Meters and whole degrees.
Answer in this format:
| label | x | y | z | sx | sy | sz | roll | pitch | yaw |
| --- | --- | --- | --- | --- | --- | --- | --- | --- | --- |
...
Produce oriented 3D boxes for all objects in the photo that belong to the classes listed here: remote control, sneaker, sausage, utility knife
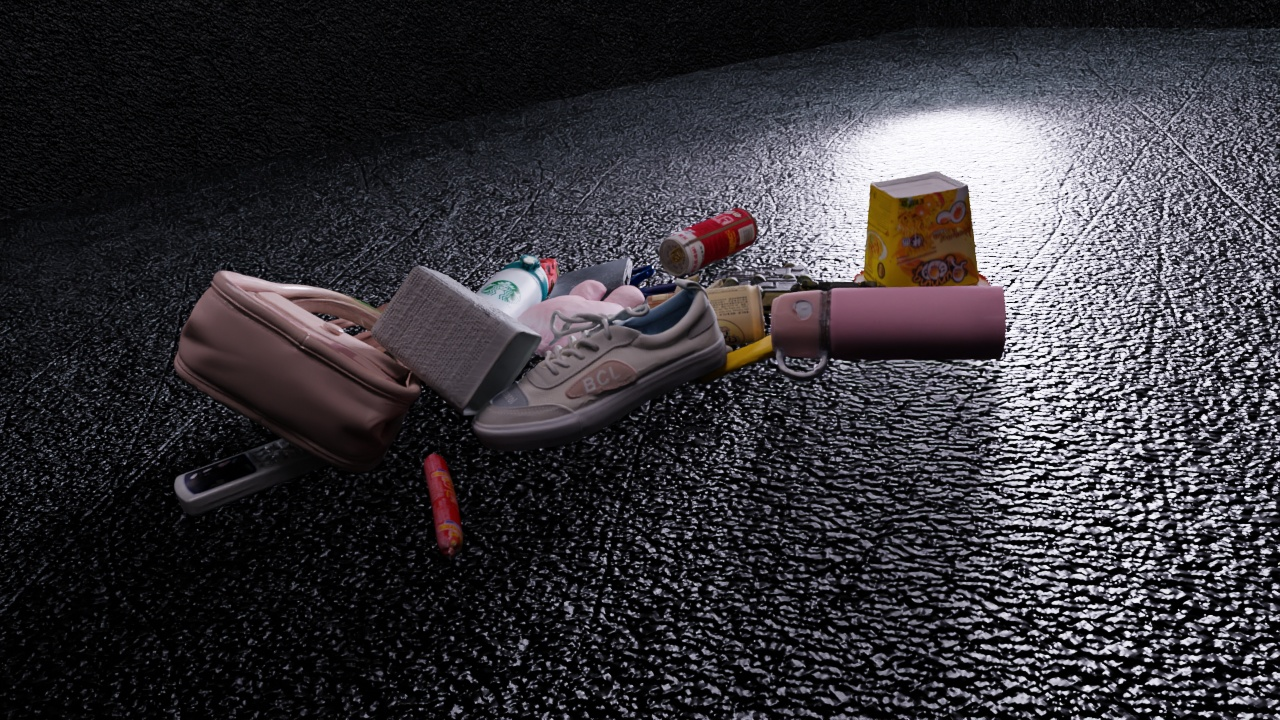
| label | x | y | z | sx | sy | sz | roll | pitch | yaw |
| --- | --- | --- | --- | --- | --- | --- | --- | --- | --- |
| remote control | -0.325 | 0.090 | 0.800 | 0.149 | 0.021 | 0.058 | -22 | 26 | -28 |
| sneaker | -0.039 | -0.001 | 0.806 | 0.242 | 0.091 | 0.089 | -23 | 26 | -15 |
| sausage | -0.150 | 0.108 | 0.700 | 0.020 | 0.020 | 0.156 | -14 | 24 | -12 |
| utility knife | 0.108 | -0.006 | 0.872 | 0.153 | 0.015 | 0.033 | -20 | 20 | -23 |

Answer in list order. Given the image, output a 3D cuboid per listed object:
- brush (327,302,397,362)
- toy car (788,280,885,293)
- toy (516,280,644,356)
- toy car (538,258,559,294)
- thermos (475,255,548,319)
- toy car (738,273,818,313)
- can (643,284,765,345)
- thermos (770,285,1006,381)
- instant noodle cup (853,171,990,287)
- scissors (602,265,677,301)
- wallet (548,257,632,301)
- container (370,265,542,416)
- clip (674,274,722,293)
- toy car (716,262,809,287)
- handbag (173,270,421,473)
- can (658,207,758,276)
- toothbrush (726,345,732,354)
| label | x | y | z | sx | sy | sz | roll | pitch | yaw |
| --- | --- | --- | --- | --- | --- | --- | --- | --- | --- |
| brush | -0.304 | -0.010 | 0.958 | 0.063 | 0.073 | 0.145 | 5 | 25 | 31 |
| toy car | 0.198 | -0.053 | 0.915 | 0.105 | 0.048 | 0.032 | 2 | -7 | 27 |
| toy | -0.060 | -0.044 | 0.970 | 0.121 | 0.054 | 0.159 | 11 | 30 | 25 |
| toy car | -0.132 | -0.105 | 1.166 | 0.049 | 0.031 | 0.106 | -8 | 25 | 5 |
| thermos | -0.156 | -0.051 | 0.996 | 0.073 | 0.073 | 0.223 | -2 | 25 | 15 |
| toy car | 0.149 | -0.071 | 0.980 | 0.090 | 0.035 | 0.042 | -2 | 26 | 15 |
| can | 0.064 | -0.041 | 0.913 | 0.116 | 0.058 | 0.058 | -6 | 24 | 7 |
| thermos | 0.217 | -0.024 | 0.815 | 0.199 | 0.067 | 0.087 | -1 | 64 | 12 |
| instant noodle cup | 0.282 | -0.119 | 0.931 | 0.116 | 0.124 | 0.116 | -11 | 24 | -4 |
| scissors | -0.022 | -0.080 | 1.094 | 0.163 | 0.012 | 0.174 | 0 | 27 | 22 |
| wallet | -0.061 | -0.093 | 1.106 | 0.097 | 0.019 | 0.120 | -12 | 22 | 8 |
| container | -0.166 | -0.020 | 0.822 | 0.114 | 0.090 | 0.090 | 36 | 3 | 8 |
| clip | 0.058 | -0.056 | 0.982 | 0.084 | 0.035 | 0.104 | 4 | 31 | 29 |
| toy car | 0.136 | -0.087 | 1.026 | 0.106 | 0.031 | 0.048 | -4 | 25 | 16 |
| handbag | -0.281 | -0.009 | 0.840 | 0.193 | 0.093 | 0.234 | 33 | 14 | -4 |
| can | 0.086 | -0.150 | 1.159 | 0.132 | 0.053 | 0.053 | -28 | 30 | -36 |
| toothbrush | -0.005 | 0.005 | 0.888 | 0.191 | 0.016 | 0.018 | -8 | 34 | 3 |
